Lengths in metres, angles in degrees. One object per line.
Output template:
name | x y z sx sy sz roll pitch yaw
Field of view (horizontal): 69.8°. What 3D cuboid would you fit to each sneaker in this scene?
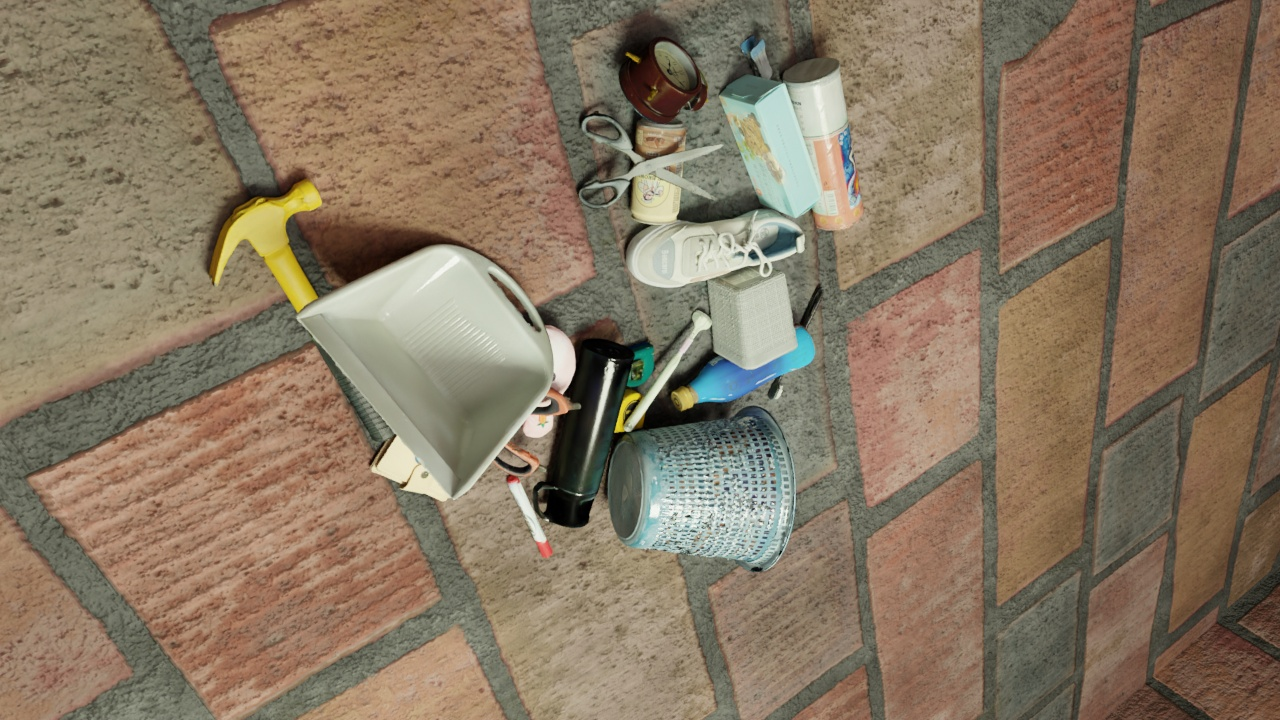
sneaker | 0.101 -0.136 1.155 0.241 0.091 0.090 -15 120 -26

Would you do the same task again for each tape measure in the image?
tape measure | -0.007 0.007 1.197 0.058 0.025 0.054 -18 121 -25
tape measure | -0.020 0.066 1.214 0.059 0.029 0.057 -8 115 -47

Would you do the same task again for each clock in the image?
clock | 0.031 -0.313 1.021 0.121 0.055 0.082 -19 80 -46

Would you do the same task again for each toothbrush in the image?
toothbrush | 0.230 -0.024 1.346 0.018 0.016 0.181 9 109 -43
toothbrush | 0.034 0.016 1.211 0.029 0.020 0.189 37 79 -10

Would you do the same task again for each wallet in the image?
wallet | -0.254 0.120 1.090 0.115 0.024 0.087 32 94 -41

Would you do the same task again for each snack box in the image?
snack box | 0.163 -0.265 1.140 0.051 0.074 0.175 -39 128 -13

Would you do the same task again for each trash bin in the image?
trash bin | 0.068 0.170 1.227 0.195 0.226 0.227 3 111 -21

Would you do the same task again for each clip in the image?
clip | 0.144 -0.363 1.114 0.026 0.043 0.058 -44 137 -11

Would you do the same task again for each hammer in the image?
hammer | -0.332 -0.033 0.954 0.128 0.033 0.301 -32 127 -16

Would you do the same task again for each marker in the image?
marker | -0.146 0.207 1.211 0.017 0.017 0.145 -31 127 -18

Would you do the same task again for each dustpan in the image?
dustpan | -0.185 -0.018 0.935 0.143 0.257 0.222 -38 98 4

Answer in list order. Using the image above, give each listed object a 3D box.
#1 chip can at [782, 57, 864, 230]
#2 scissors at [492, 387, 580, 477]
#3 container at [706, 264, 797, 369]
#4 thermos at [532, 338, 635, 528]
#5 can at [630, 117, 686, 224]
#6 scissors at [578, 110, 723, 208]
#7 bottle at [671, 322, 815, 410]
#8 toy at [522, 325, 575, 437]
chip can | 0.240 -0.276 1.189 0.071 0.071 0.215 -33 127 -16
scissors | -0.178 0.065 1.075 0.227 0.015 0.189 -3 125 -5
container | 0.147 -0.065 1.223 0.090 0.090 0.114 -25 122 -22
thermos | -0.076 0.096 1.165 0.089 0.068 0.243 0 113 -40
can | 0.020 -0.222 1.076 0.058 0.058 0.116 -10 119 -30
scissors | 0.003 -0.223 1.041 0.181 0.014 0.159 -30 108 17
bottle | 0.141 0.013 1.272 0.218 0.065 0.065 -24 124 -23
toy | -0.138 0.031 1.104 0.121 0.054 0.160 -6 123 -23
